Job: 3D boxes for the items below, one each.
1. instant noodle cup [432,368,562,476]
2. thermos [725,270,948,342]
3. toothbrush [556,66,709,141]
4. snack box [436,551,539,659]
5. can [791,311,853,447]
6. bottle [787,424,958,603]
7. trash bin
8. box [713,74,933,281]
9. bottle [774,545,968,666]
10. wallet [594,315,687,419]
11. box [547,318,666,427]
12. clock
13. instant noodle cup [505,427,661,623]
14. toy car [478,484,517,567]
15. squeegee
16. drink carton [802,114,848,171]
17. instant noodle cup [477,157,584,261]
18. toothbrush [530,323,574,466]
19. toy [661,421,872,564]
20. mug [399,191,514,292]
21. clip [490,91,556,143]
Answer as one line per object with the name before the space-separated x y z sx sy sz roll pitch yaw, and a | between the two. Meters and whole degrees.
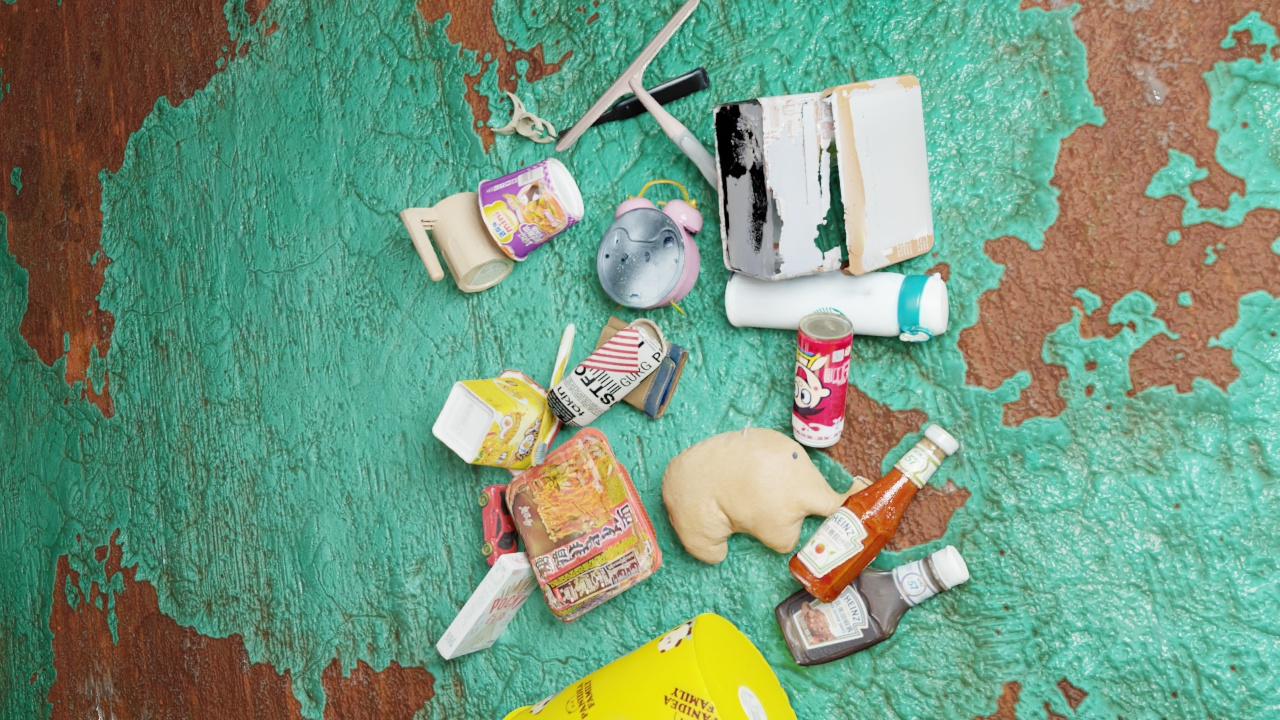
instant noodle cup | -0.177 0.076 1.128 0.116 0.123 0.116 35 103 28
thermos | 0.202 -0.059 0.950 0.225 0.073 0.073 6 89 30
toothbrush | -0.015 -0.308 1.120 0.213 0.026 0.027 -15 41 28
snack box | -0.179 0.301 1.134 0.027 0.084 0.157 45 108 26
can | 0.183 0.021 0.930 0.053 0.053 0.133 19 127 30
bottle | 0.232 0.149 0.907 0.206 0.059 0.060 -48 64 2
trash bin | 0.014 0.405 0.945 0.256 0.229 0.229 -38 69 16
box | 0.192 -0.184 0.917 0.156 0.192 0.183 -145 47 -68
bottle | 0.233 0.242 0.923 0.195 0.044 0.079 -32 64 23
wallet | -0.006 0.006 1.089 0.115 0.033 0.090 28 101 32
box | -0.033 0.015 1.066 0.075 0.080 0.164 45 116 -6
clock | 0.015 -0.134 1.071 0.117 0.059 0.158 8 92 31
instant noodle cup | -0.061 0.190 1.078 0.165 0.079 0.188 -34 71 23
toy car | -0.177 0.210 1.160 0.031 0.049 0.106 -8 81 31
squeegee | 0.043 -0.260 1.042 0.248 0.040 0.249 -45 68 15
drink carton | 0.173 -0.230 0.994 0.123 0.045 0.053 -14 79 28
instant noodle cup | -0.131 -0.193 1.139 0.099 0.111 0.111 -23 75 17
toothbrush | -0.103 0.039 1.111 0.018 0.016 0.191 -7 59 37
toy | 0.128 0.136 0.976 0.226 0.082 0.143 -15 99 26
mug | -0.235 -0.151 1.182 0.084 0.124 0.103 -43 68 40
clip | -0.153 -0.307 1.198 0.097 0.034 0.061 32 103 33
